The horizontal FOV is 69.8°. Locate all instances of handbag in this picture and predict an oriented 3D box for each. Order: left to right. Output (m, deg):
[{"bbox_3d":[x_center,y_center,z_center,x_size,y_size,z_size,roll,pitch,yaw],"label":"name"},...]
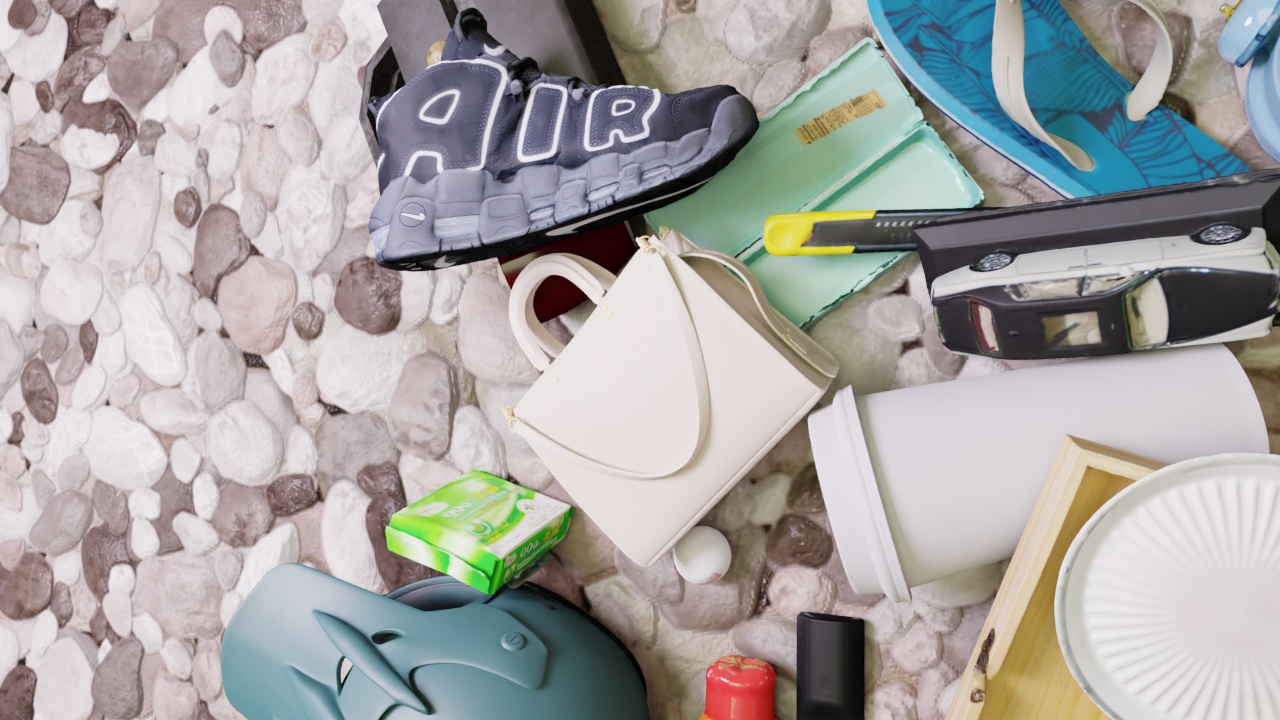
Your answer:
[{"bbox_3d":[-0.128,-0.210,0.684,0.200,0.102,0.197,-26,79,20],"label":"handbag"},{"bbox_3d":[-0.003,0.004,0.607,0.198,0.101,0.195,43,114,5],"label":"handbag"}]

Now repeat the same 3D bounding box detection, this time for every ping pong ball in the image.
[{"bbox_3d":[0.043,0.135,0.638,0.040,0.040,0.040,-1,88,22],"label":"ping pong ball"}]

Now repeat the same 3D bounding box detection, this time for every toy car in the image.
[{"bbox_3d":[0.246,-0.036,0.505,0.192,0.071,0.094,-4,125,33],"label":"toy car"}]

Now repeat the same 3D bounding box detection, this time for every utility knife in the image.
[{"bbox_3d":[0.164,-0.082,0.577,0.173,0.020,0.029,-1,107,11],"label":"utility knife"}]

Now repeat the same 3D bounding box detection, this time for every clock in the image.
[{"bbox_3d":[0.388,-0.170,0.493,0.118,0.060,0.162,-33,73,20],"label":"clock"}]

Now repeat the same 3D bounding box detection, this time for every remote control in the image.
[{"bbox_3d":[0.126,0.241,0.612,0.045,0.021,0.140,0,90,24],"label":"remote control"}]

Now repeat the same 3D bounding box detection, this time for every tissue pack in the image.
[{"bbox_3d":[-0.114,0.122,0.669,0.100,0.113,0.034,18,111,22],"label":"tissue pack"}]

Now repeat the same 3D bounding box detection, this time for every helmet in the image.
[{"bbox_3d":[-0.130,0.236,0.621,0.275,0.200,0.176,25,98,21],"label":"helmet"}]

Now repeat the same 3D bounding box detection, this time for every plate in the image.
[{"bbox_3d":[0.279,0.117,0.433,0.157,0.014,0.157,3,102,12],"label":"plate"}]

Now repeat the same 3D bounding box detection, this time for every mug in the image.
[{"bbox_3d":[-0.055,-0.092,0.656,0.088,0.087,0.114,-21,123,7],"label":"mug"}]

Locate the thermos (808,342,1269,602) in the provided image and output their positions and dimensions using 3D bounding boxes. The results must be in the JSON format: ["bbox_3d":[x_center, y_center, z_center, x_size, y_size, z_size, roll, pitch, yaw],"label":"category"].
[{"bbox_3d":[0.220,0.056,0.529,0.222,0.131,0.131,-16,82,14],"label":"thermos"}]

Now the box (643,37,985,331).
[{"bbox_3d":[0.112,-0.102,0.612,0.187,0.052,0.139,-35,90,18],"label":"box"}]

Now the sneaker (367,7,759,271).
[{"bbox_3d":[-0.061,-0.155,0.575,0.253,0.097,0.151,-16,91,6],"label":"sneaker"}]

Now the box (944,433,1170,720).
[{"bbox_3d":[0.299,0.189,0.474,0.253,0.068,0.247,16,104,2],"label":"box"}]

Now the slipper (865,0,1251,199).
[{"bbox_3d":[0.245,-0.167,0.533,0.118,0.060,0.295,-40,76,-10],"label":"slipper"}]

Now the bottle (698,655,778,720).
[{"bbox_3d":[0.067,0.271,0.621,0.071,0.048,0.134,1,89,22],"label":"bottle"}]
